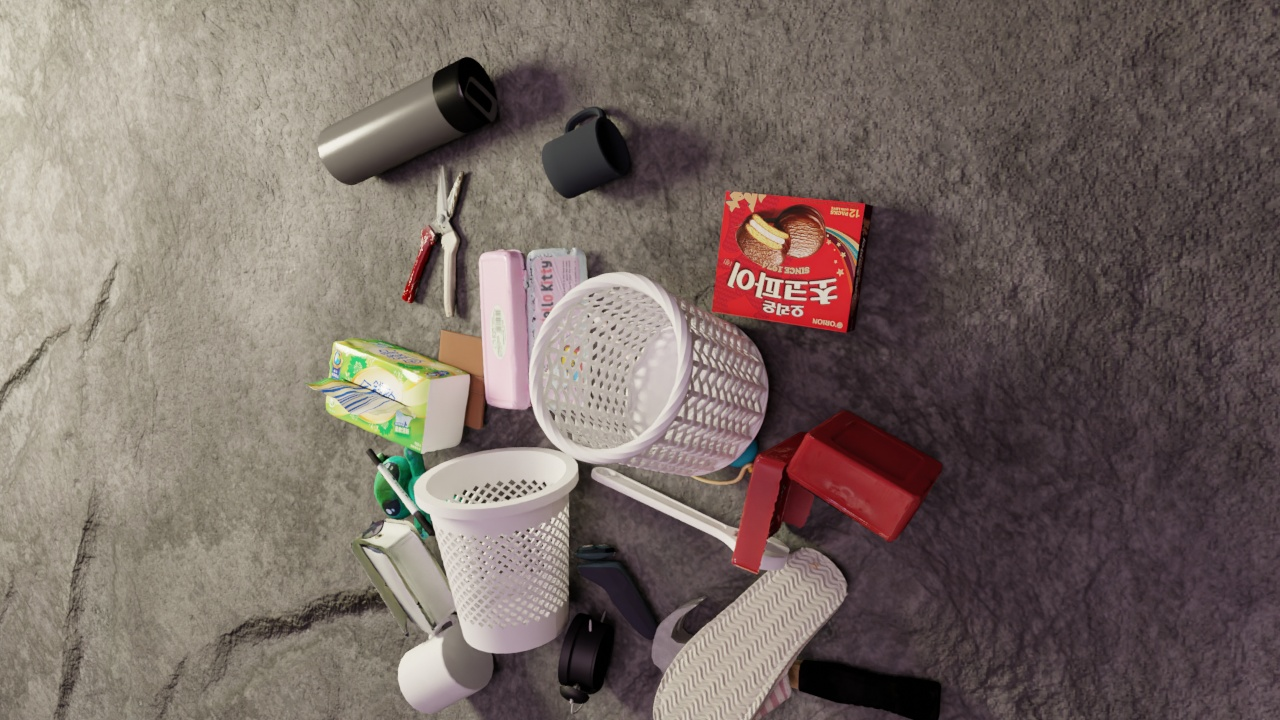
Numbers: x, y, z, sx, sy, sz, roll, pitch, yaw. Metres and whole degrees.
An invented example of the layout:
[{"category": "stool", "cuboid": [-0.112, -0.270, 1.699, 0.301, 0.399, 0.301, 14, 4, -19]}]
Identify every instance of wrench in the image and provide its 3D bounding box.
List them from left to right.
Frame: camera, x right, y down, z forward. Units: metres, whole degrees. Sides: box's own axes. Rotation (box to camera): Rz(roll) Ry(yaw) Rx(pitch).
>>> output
[{"category": "wrench", "cuboid": [0.050, 0.176, 1.060, 0.274, 0.066, 0.018, 21, 105, 33]}]

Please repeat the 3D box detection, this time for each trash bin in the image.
[{"category": "trash bin", "cuboid": [-0.164, 0.234, 1.124, 0.196, 0.195, 0.200, 3, 106, 27]}]

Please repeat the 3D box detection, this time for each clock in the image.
[{"category": "clock", "cuboid": [-0.068, 0.374, 1.133, 0.042, 0.091, 0.120, 10, 87, 15]}, {"category": "clock", "cuboid": [0.088, 0.077, 1.047, 0.099, 0.043, 0.129, 6, 92, 27]}]

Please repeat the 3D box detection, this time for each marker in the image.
[{"category": "marker", "cuboid": [-0.317, 0.174, 1.213, 0.152, 0.011, 0.011, 48, 114, 16]}]

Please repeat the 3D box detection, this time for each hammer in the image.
[{"category": "hammer", "cuboid": [0.167, 0.354, 1.040, 0.329, 0.039, 0.131, 4, 96, 26]}]

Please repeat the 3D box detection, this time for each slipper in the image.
[{"category": "slipper", "cuboid": [0.124, 0.321, 1.005, 0.115, 0.052, 0.262, 40, 81, 22]}]

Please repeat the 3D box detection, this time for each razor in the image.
[{"category": "razor", "cuboid": [-0.027, 0.284, 1.130, 0.052, 0.047, 0.143, -37, 81, 0]}]

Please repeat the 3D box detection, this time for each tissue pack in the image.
[{"category": "tissue pack", "cuboid": [-0.343, 0.046, 1.198, 0.198, 0.141, 0.120, 11, 101, 31]}]

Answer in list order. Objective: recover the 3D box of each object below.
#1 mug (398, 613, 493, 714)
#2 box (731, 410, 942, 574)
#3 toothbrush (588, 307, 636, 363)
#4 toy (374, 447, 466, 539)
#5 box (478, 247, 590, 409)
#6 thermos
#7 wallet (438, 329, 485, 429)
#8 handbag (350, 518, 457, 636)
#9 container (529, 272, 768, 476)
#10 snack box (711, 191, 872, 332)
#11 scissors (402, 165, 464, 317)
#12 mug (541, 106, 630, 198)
[{"category": "mug", "cuboid": [-0.264, 0.403, 1.245, 0.090, 0.091, 0.121, -35, 47, 26]}, {"category": "box", "cuboid": [0.206, 0.140, 0.930, 0.170, 0.156, 0.156, 11, 103, 26]}, {"category": "toothbrush", "cuboid": [-0.007, 0.006, 1.100, 0.016, 0.018, 0.181, -40, 78, 13]}, {"category": "toy", "cuboid": [-0.301, 0.174, 1.247, 0.194, 0.072, 0.130, 0, 94, 36]}, {"category": "box", "cuboid": [-0.138, -0.038, 1.138, 0.154, 0.066, 0.201, 1, 97, 27]}, {"category": "thermos", "cuboid": [-0.299, -0.304, 1.178, 0.241, 0.082, 0.082, -15, 89, 28]}, {"category": "wallet", "cuboid": [-0.238, 0.024, 1.223, 0.087, 0.013, 0.121, 13, 102, 30]}, {"category": "handbag", "cuboid": [-0.339, 0.294, 1.253, 0.176, 0.073, 0.151, -1, 119, 51]}, {"category": "container", "cuboid": [0.013, 0.022, 0.965, 0.190, 0.186, 0.189, -8, 75, 31]}, {"category": "snack box", "cuboid": [0.161, -0.108, 0.990, 0.152, 0.035, 0.133, 11, 101, 26]}, {"category": "scissors", "cuboid": [-0.269, -0.148, 1.219, 0.185, 0.015, 0.179, -30, 80, 26]}, {"category": "mug", "cuboid": [-0.064, -0.251, 1.078, 0.078, 0.071, 0.105, -18, 61, 28]}]
